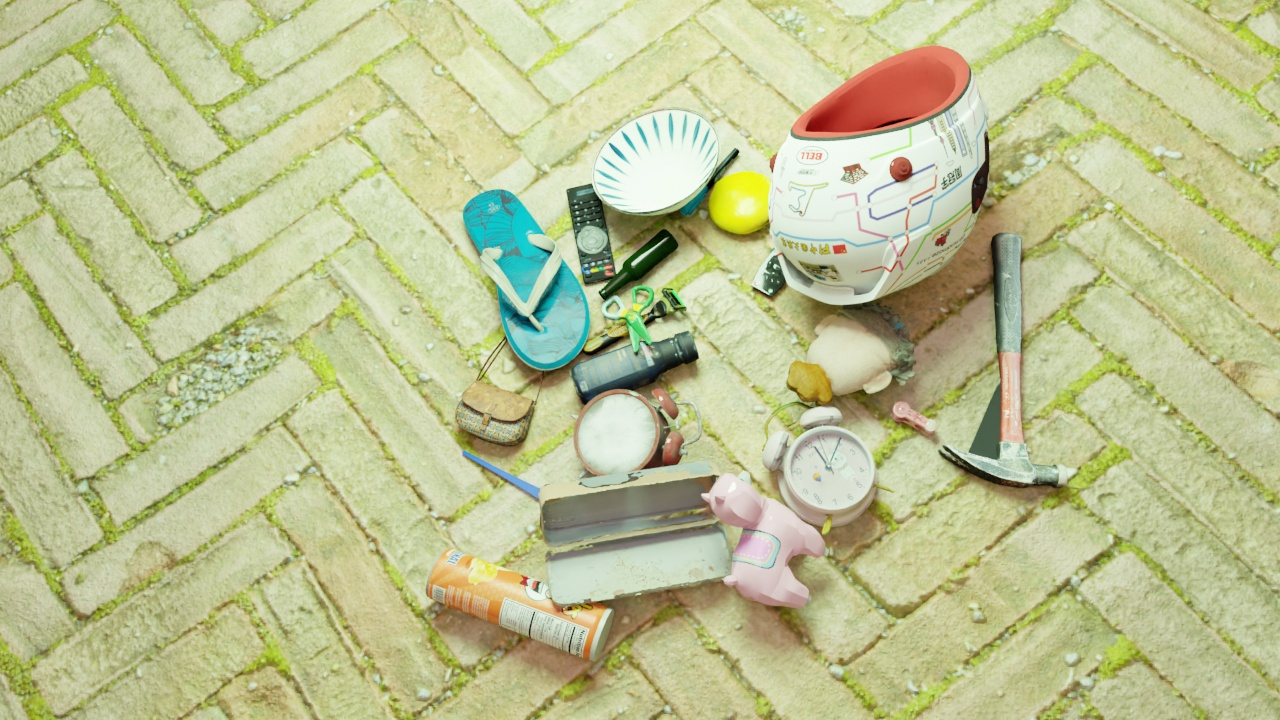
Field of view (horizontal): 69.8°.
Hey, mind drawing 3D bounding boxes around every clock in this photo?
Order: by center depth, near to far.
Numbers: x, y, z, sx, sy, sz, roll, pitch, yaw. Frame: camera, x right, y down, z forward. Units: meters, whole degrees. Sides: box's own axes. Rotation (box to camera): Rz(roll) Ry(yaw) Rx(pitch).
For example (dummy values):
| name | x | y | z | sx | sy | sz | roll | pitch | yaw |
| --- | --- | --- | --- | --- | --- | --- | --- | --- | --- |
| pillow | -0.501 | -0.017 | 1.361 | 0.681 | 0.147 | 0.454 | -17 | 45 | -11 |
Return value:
| name | x | y | z | sx | sy | sz | roll | pitch | yaw |
| --- | --- | --- | --- | --- | --- | --- | --- | --- | --- |
| clock | 0.211 | 0.119 | 1.085 | 0.116 | 0.059 | 0.158 | -32 | 69 | -6 |
| clock | -0.001 | 0.090 | 1.112 | 0.157 | 0.062 | 0.109 | -15 | 69 | 15 |

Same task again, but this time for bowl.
| name | x | y | z | sx | sy | sz | roll | pitch | yaw |
| --- | --- | --- | --- | --- | --- | --- | --- | --- | --- |
| bowl | 0.029 | -0.247 | 1.222 | 0.177 | 0.071 | 0.177 | -10 | 58 | 16 |

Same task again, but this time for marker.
| name | x | y | z | sx | sy | sz | roll | pitch | yaw |
| --- | --- | --- | --- | --- | --- | --- | --- | --- | --- |
| marker | 0.096 | -0.244 | 1.251 | 0.015 | 0.018 | 0.123 | 35 | 77 | 18 |

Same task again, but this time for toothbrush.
| name | x | y | z | sx | sy | sz | roll | pitch | yaw |
| --- | --- | --- | --- | --- | --- | --- | --- | --- | --- |
| toothbrush | -0.143 | 0.155 | 1.137 | 0.187 | 0.011 | 0.016 | 25 | 74 | 17 |

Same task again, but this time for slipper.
| name | x | y | z | sx | sy | sz | roll | pitch | yaw |
| --- | --- | --- | --- | --- | --- | --- | --- | --- | --- |
| slipper | -0.151 | -0.123 | 1.204 | 0.118 | 0.060 | 0.294 | -22 | 66 | -15 |

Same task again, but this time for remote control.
| name | x | y | z | sx | sy | sz | roll | pitch | yaw |
| --- | --- | --- | --- | --- | --- | --- | --- | --- | --- |
| remote control | 0.191 | -0.138 | 1.206 | 0.039 | 0.010 | 0.124 | 31 | 76 | 16 |
| remote control | -0.066 | -0.172 | 1.241 | 0.045 | 0.021 | 0.140 | -12 | 74 | 3 |

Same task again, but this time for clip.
| name | x | y | z | sx | sy | sz | roll | pitch | yaw |
| --- | --- | --- | --- | --- | --- | --- | --- | --- | --- |
| clip | 0.330 | 0.074 | 1.115 | 0.059 | 0.039 | 0.022 | 31 | 72 | 20 |

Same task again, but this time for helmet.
| name | x | y | z | sx | sy | sz | roll | pitch | yaw |
| --- | --- | --- | --- | --- | --- | --- | --- | --- | --- |
| helmet | 0.292 | -0.206 | 1.105 | 0.231 | 0.236 | 0.313 | 16 | 47 | 44 |

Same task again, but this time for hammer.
| name | x | y | z | sx | sy | sz | roll | pitch | yaw |
| --- | --- | --- | --- | --- | --- | --- | --- | --- | --- |
| hammer | 0.441 | -0.008 | 1.122 | 0.140 | 0.036 | 0.325 | 5 | 70 | 6 |

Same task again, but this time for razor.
| name | x | y | z | sx | sy | sz | roll | pitch | yaw |
| --- | --- | --- | --- | --- | --- | --- | --- | --- | --- |
| razor | -0.011 | -0.046 | 1.189 | 0.144 | 0.021 | 0.044 | -29 | 52 | -6 |

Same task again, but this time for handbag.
| name | x | y | z | sx | sy | sz | roll | pitch | yaw |
| --- | --- | --- | --- | --- | --- | --- | --- | --- | --- |
| handbag | -0.162 | 0.012 | 1.176 | 0.093 | 0.043 | 0.195 | 18 | 69 | 12 |

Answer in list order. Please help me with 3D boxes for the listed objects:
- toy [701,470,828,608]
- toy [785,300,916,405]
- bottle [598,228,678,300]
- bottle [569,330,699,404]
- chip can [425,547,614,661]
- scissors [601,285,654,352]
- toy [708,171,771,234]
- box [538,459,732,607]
| name | x | y | z | sx | sy | sz | roll | pitch | yaw |
| --- | --- | --- | --- | --- | --- | --- | --- | --- | --- |
| toy | 0.131 | 0.202 | 1.027 | 0.157 | 0.067 | 0.123 | 32 | 72 | -19 |
| toy | 0.254 | -0.001 | 1.114 | 0.175 | 0.076 | 0.132 | -29 | 52 | -13 |
| bottle | -0.005 | -0.124 | 1.210 | 0.123 | 0.033 | 0.033 | -41 | 71 | -9 |
| bottle | -0.007 | 0.007 | 1.150 | 0.161 | 0.056 | 0.056 | -20 | 69 | -2 |
| chip can | -0.139 | 0.281 | 1.060 | 0.210 | 0.062 | 0.062 | 17 | 72 | 12 |
| scissors | -0.018 | -0.049 | 1.165 | 0.078 | 0.013 | 0.131 | -16 | 40 | 12 |
| toy | 0.138 | -0.212 | 1.224 | 0.095 | 0.041 | 0.094 | -44 | 67 | -10 |
| box | -0.003 | 0.198 | 1.045 | 0.217 | 0.121 | 0.094 | -8 | 25 | -10 |
